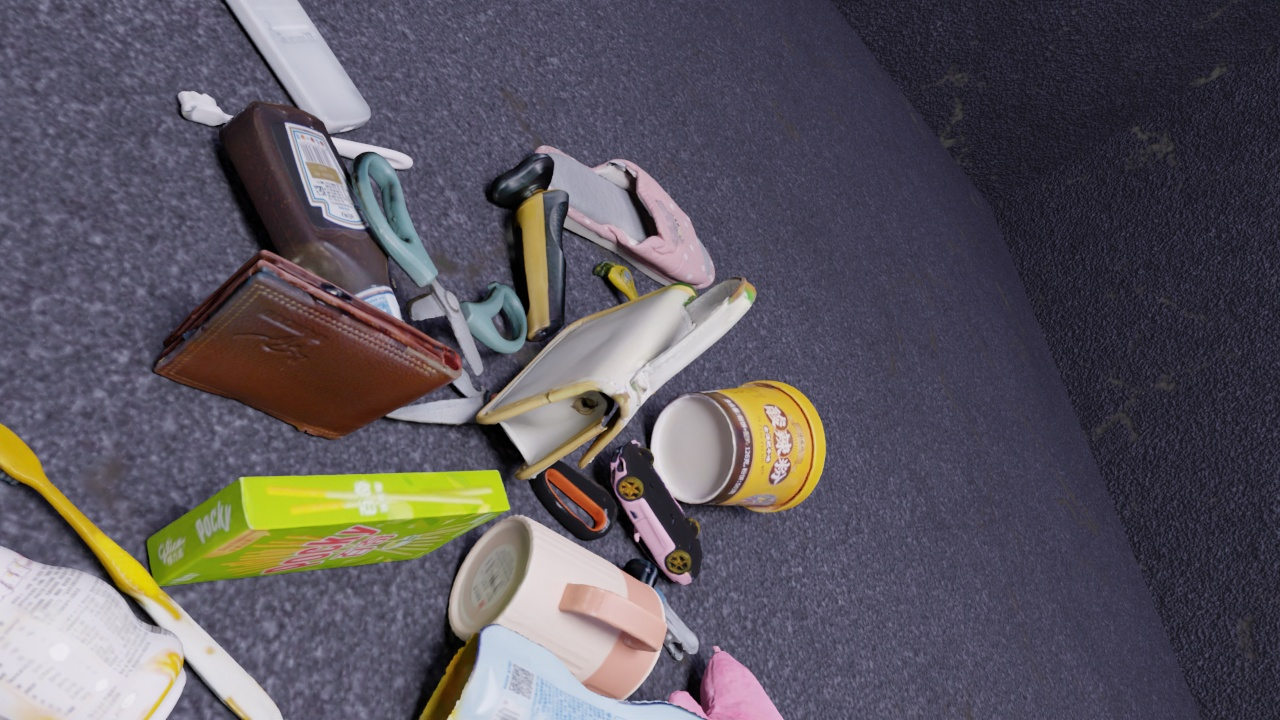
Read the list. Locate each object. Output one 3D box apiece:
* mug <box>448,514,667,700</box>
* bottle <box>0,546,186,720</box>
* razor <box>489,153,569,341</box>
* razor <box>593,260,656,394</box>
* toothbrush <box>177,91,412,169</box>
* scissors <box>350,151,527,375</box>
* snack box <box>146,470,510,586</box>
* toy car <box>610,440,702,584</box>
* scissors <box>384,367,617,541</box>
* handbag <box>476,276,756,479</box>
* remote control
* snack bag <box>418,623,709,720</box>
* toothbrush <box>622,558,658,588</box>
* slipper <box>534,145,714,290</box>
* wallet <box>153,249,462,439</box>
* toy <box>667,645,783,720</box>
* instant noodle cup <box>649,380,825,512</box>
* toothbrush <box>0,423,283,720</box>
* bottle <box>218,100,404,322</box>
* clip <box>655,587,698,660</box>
[{"bbox_3d":[-0.041,0.149,0.543,0.106,0.115,0.081,37,61,-29],"label":"mug"},{"bbox_3d":[-0.229,0.106,0.345,0.108,0.063,0.063,48,32,-20],"label":"bottle"},{"bbox_3d":[-0.089,-0.093,0.757,0.067,0.062,0.167,3,62,-20],"label":"razor"},{"bbox_3d":[-0.005,-0.031,0.846,0.043,0.028,0.132,12,55,-56],"label":"razor"},{"bbox_3d":[-0.228,-0.154,0.630,0.179,0.016,0.016,3,55,-55],"label":"toothbrush"},{"bbox_3d":[-0.133,-0.063,0.639,0.171,0.019,0.169,61,14,10],"label":"scissors"},{"bbox_3d":[-0.150,0.083,0.463,0.156,0.086,0.026,9,57,-54],"label":"snack box"},{"bbox_3d":[0.010,0.120,0.714,0.122,0.037,0.056,59,20,-13],"label":"toy car"},{"bbox_3d":[-0.085,0.044,0.660,0.228,0.022,0.220,59,29,-2],"label":"scissors"},{"bbox_3d":[-0.004,0.004,0.621,0.063,0.179,0.162,58,33,-14],"label":"handbag"},{"bbox_3d":[-0.248,-0.224,0.655,0.136,0.020,0.055,56,31,-6],"label":"remote control"},{"bbox_3d":[-0.033,0.228,0.506,0.191,0.039,0.110,34,67,-23],"label":"snack bag"},{"bbox_3d":[-0.024,0.216,0.594,0.027,0.026,0.212,37,38,-12],"label":"toothbrush"},{"bbox_3d":[-0.003,-0.144,0.918,0.274,0.055,0.114,22,46,-46],"label":"slipper"},{"bbox_3d":[-0.174,-0.002,0.487,0.124,0.101,0.032,31,42,-40],"label":"wallet"},{"bbox_3d":[0.080,0.287,0.640,0.194,0.075,0.178,33,36,-43],"label":"toy"},{"bbox_3d":[0.080,0.075,0.794,0.114,0.119,0.118,5,59,-46],"label":"instant noodle cup"},{"bbox_3d":[-0.224,0.103,0.408,0.191,0.018,0.016,54,32,-14],"label":"toothbrush"},{"bbox_3d":[-0.189,-0.066,0.570,0.195,0.044,0.079,61,19,7],"label":"bottle"},{"bbox_3d":[0.021,0.198,0.684,0.058,0.037,0.025,55,28,-7],"label":"clip"}]
